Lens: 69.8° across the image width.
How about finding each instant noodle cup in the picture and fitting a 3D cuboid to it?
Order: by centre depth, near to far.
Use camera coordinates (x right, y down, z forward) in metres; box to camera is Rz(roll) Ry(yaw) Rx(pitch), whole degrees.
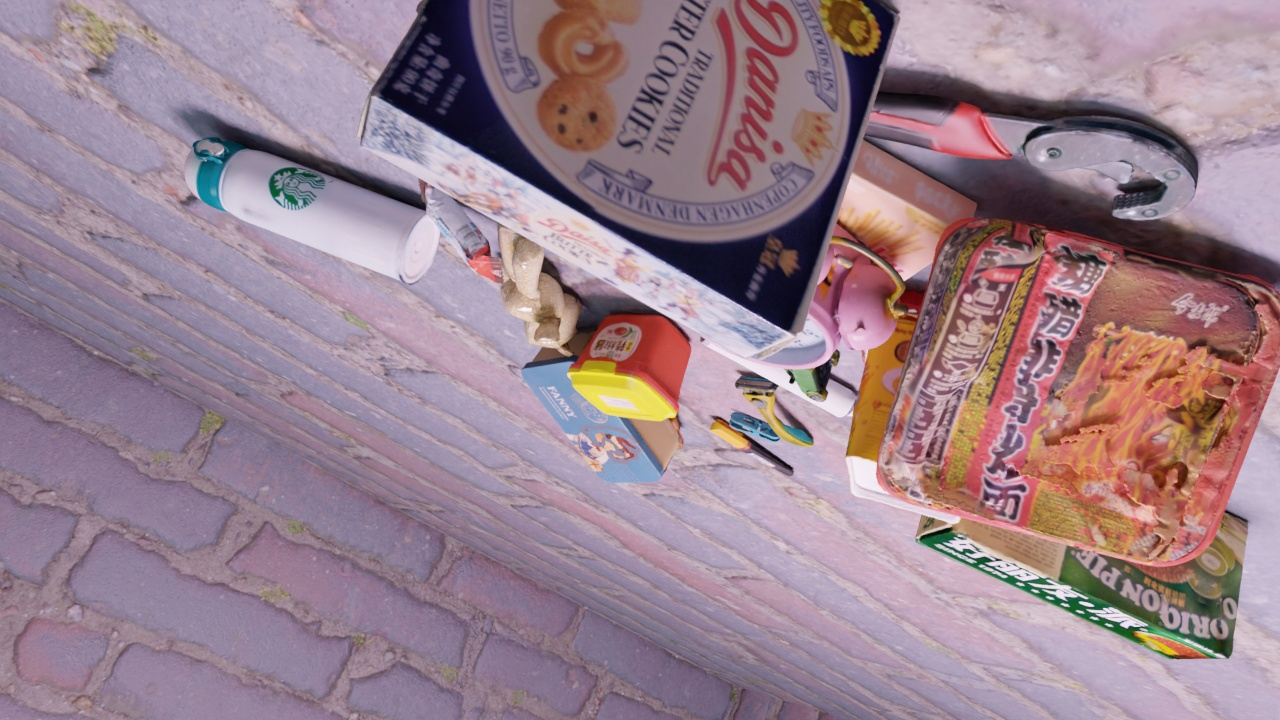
[{"bbox_3d":[0.236,0.014,0.510,0.189,0.165,0.079,15,-167,5],"label":"instant noodle cup"},{"bbox_3d":[0.195,0.034,0.624,0.116,0.123,0.116,15,157,23],"label":"instant noodle cup"}]

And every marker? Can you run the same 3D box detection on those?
[{"bbox_3d":[0.123,0.097,0.995,0.123,0.015,0.018,33,158,-28],"label":"marker"}]

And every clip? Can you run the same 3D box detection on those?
[{"bbox_3d":[0.117,0.069,0.936,0.056,0.014,0.041,22,159,9],"label":"clip"}]

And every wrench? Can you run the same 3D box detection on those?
[{"bbox_3d":[0.136,-0.119,0.464,0.273,0.016,0.056,16,153,13],"label":"wrench"}]

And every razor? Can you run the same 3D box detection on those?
[{"bbox_3d":[0.135,0.056,0.874,0.043,0.028,0.132,2,152,36],"label":"razor"}]

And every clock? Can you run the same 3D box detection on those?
[{"bbox_3d":[0.090,-0.046,0.559,0.117,0.059,0.159,34,155,-25],"label":"clock"}]

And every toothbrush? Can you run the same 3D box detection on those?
[{"bbox_3d":[0.151,0.024,0.779,0.221,0.027,0.026,28,-163,-11],"label":"toothbrush"}]

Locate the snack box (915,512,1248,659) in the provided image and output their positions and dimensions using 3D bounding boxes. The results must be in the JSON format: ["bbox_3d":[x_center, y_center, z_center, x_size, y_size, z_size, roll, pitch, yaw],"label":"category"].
[{"bbox_3d":[0.345,0.134,0.716,0.240,0.114,0.063,25,158,-4],"label":"snack box"}]

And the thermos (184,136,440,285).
[{"bbox_3d":[-0.292,-0.137,0.807,0.224,0.073,0.073,21,159,8],"label":"thermos"}]

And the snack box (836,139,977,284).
[{"bbox_3d":[0.127,-0.074,0.575,0.084,0.026,0.158,27,159,-7],"label":"snack box"}]

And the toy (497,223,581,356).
[{"bbox_3d":[-0.089,-0.063,0.791,0.105,0.066,0.157,50,166,28],"label":"toy"}]

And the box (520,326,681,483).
[{"bbox_3d":[-0.040,0.043,0.916,0.090,0.060,0.184,-11,128,41],"label":"box"}]

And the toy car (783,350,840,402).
[{"bbox_3d":[0.130,-0.004,0.713,0.036,0.043,0.091,8,152,30],"label":"toy car"}]

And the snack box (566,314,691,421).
[{"bbox_3d":[-0.005,0.005,0.821,0.091,0.080,0.082,4,150,41],"label":"snack box"}]

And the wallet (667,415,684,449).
[{"bbox_3d":[-0.008,0.049,0.998,0.108,0.031,0.132,17,158,21],"label":"wallet"}]

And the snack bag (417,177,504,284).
[{"bbox_3d":[-0.149,-0.107,0.750,0.104,0.026,0.048,51,162,15],"label":"snack bag"}]

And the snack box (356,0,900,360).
[{"bbox_3d":[0.007,-0.120,0.383,0.182,0.177,0.046,28,155,-13],"label":"snack box"}]
